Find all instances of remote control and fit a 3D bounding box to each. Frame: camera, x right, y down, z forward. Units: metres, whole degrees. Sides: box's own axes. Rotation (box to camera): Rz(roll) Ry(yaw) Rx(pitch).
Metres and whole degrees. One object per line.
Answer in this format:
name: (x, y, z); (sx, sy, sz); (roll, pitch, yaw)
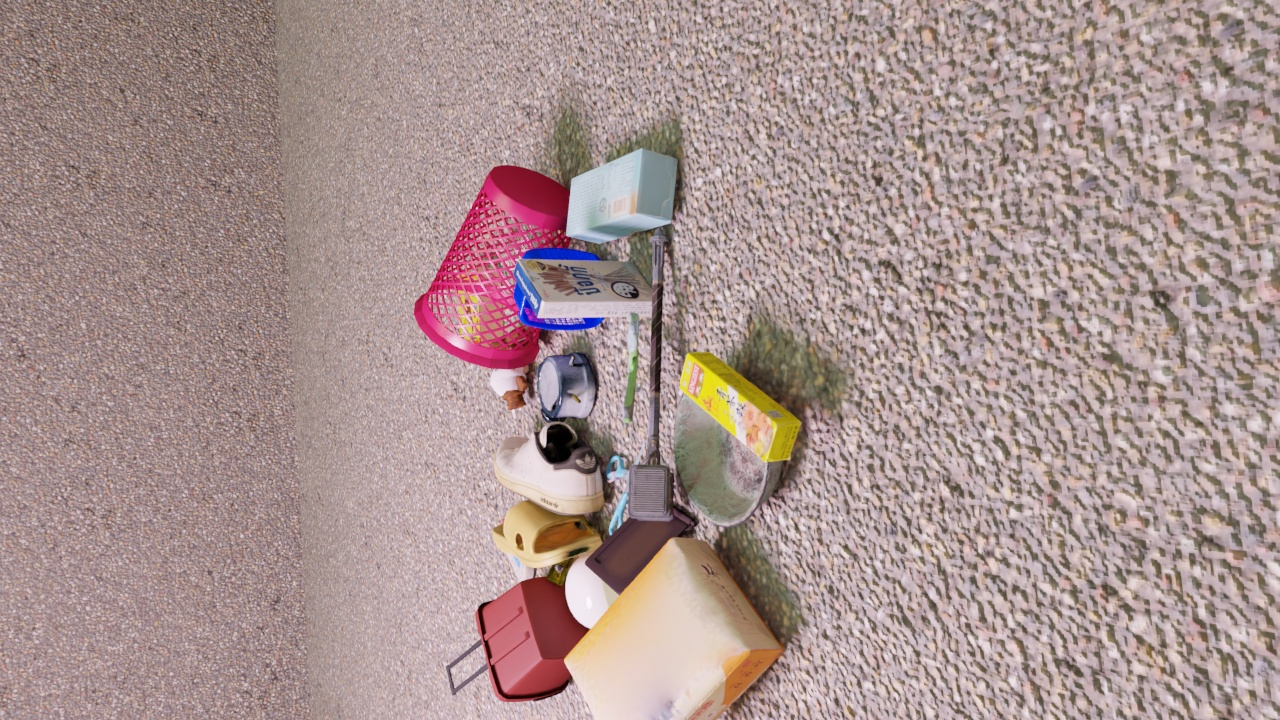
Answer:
remote control: (-0.192, 0.292, 1.410); (0.125, 0.018, 0.038); (48, 131, 49)

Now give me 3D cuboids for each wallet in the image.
wallet: (0.000, 0.205, 1.024); (0.115, 0.018, 0.091); (-47, 32, -12)

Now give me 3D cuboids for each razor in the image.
razor: (-0.105, 0.270, 1.191); (0.106, 0.026, 0.042); (108, -173, -76)

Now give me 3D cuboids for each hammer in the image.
hammer: (0.016, 0.011, 1.001); (0.098, 0.044, 0.321); (67, -155, -78)

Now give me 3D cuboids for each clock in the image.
clock: (-0.104, 0.037, 1.220); (0.130, 0.052, 0.090); (-27, 69, 61)

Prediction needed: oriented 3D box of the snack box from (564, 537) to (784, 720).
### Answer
snack box: (0.024, 0.298, 0.922); (0.195, 0.080, 0.145); (-51, 51, 17)

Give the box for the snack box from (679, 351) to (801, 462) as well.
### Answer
snack box: (0.088, 0.040, 0.845); (0.148, 0.028, 0.040); (41, 125, 50)

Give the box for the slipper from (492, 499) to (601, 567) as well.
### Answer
slipper: (-0.132, 0.221, 1.229); (0.264, 0.099, 0.078); (-11, 87, 63)

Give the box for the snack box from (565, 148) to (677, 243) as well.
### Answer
snack box: (-0.025, -0.187, 1.065); (0.175, 0.053, 0.075); (-4, 80, 58)

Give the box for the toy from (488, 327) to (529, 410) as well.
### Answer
toy: (-0.192, 0.015, 1.356); (0.087, 0.067, 0.112); (-31, 75, 55)

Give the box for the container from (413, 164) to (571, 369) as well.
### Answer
container: (-0.181, -0.132, 1.235); (0.226, 0.183, 0.183); (-61, 42, 29)

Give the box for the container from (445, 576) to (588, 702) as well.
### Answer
container: (-0.166, 0.396, 1.269); (0.201, 0.126, 0.148); (-48, 51, 37)

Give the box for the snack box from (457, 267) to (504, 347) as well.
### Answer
snack box: (-0.256, -0.081, 1.470); (0.088, 0.040, 0.126); (-4, 88, 59)

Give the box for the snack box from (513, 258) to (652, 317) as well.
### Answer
snack box: (-0.061, -0.082, 1.044); (0.082, 0.149, 0.026); (58, 139, 40)

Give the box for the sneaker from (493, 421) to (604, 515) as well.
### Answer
sneaker: (-0.129, 0.126, 1.225); (0.242, 0.088, 0.102); (19, 114, 53)

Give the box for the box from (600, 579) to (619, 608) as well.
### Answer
box: (0.016, 0.295, 1.039); (0.078, 0.089, 0.187); (-37, 56, 31)

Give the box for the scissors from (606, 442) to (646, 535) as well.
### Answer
scissors: (-0.020, 0.157, 1.094); (0.136, 0.015, 0.125); (158, 121, -72)

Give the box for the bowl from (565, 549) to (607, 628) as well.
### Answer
bowl: (-0.069, 0.300, 1.185); (0.110, 0.040, 0.110); (5, 96, 58)

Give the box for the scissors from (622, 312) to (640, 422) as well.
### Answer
scissors: (-0.006, -0.001, 1.018); (0.171, 0.023, 0.169); (-87, -7, -52)

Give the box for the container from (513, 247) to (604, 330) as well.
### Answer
container: (-0.099, -0.092, 1.145); (0.058, 0.114, 0.096); (59, 138, 48)

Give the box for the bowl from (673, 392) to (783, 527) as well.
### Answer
bowl: (0.092, 0.084, 0.910); (0.158, 0.038, 0.157); (5, 96, 58)
